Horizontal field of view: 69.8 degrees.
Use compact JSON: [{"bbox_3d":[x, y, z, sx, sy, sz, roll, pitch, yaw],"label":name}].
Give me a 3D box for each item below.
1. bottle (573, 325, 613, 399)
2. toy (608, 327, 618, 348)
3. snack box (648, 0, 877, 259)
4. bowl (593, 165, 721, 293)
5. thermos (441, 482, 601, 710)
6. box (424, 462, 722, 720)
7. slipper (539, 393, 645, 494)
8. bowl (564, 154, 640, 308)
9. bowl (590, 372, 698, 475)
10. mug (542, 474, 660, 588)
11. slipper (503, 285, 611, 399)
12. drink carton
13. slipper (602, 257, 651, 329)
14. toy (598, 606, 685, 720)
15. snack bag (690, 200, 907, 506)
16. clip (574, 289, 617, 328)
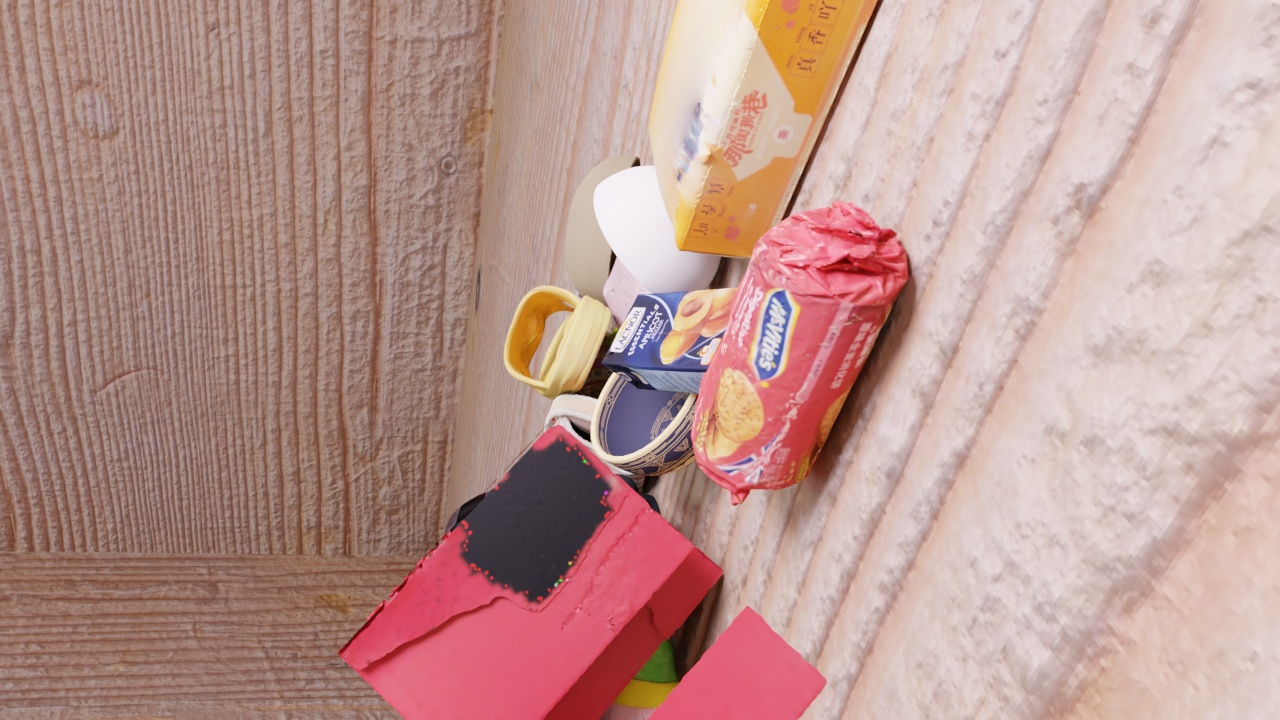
[{"bbox_3d":[-0.042,0.007,0.957,0.165,0.059,0.060,-98,17,-62],"label":"bottle"},{"bbox_3d":[-0.005,0.005,0.849,0.094,0.036,0.093,78,169,-58],"label":"toy"},{"bbox_3d":[0.061,-0.185,0.587,0.196,0.080,0.145,109,159,-43],"label":"snack box"},{"bbox_3d":[0.023,-0.102,0.688,0.051,0.114,0.114,-35,44,28],"label":"bowl"},{"bbox_3d":[-0.115,0.269,0.976,0.173,0.172,0.226,109,152,-44],"label":"thermos"},{"bbox_3d":[0.038,0.274,0.705,0.217,0.351,0.198,-49,11,-6],"label":"box"},{"bbox_3d":[-0.046,0.092,0.882,0.052,0.115,0.263,-65,6,-18],"label":"slipper"},{"bbox_3d":[-0.040,-0.127,0.895,0.152,0.050,0.152,14,-92,-85],"label":"bowl"},{"bbox_3d":[0.024,0.040,0.681,0.113,0.061,0.112,-35,34,28],"label":"bowl"},{"bbox_3d":[-0.033,0.148,0.819,0.085,0.094,0.122,-106,25,-51],"label":"mug"},{"bbox_3d":[-0.085,-0.018,0.863,0.263,0.078,0.099,171,120,-79],"label":"slipper"},{"bbox_3d":[0.033,-0.013,0.617,0.130,0.040,0.064,2,60,57],"label":"drink carton"},{"bbox_3d":[0.005,-0.078,0.797,0.094,0.064,0.238,114,156,-51],"label":"slipper"},{"bbox_3d":[0.005,0.254,0.726,0.124,0.096,0.131,166,89,-80],"label":"toy"},{"bbox_3d":[0.078,-0.005,0.491,0.082,0.082,0.177,-104,24,-48],"label":"snack bag"},{"bbox_3d":[-0.036,-0.077,0.978,0.056,0.056,0.101,-40,38,23],"label":"clip"}]
